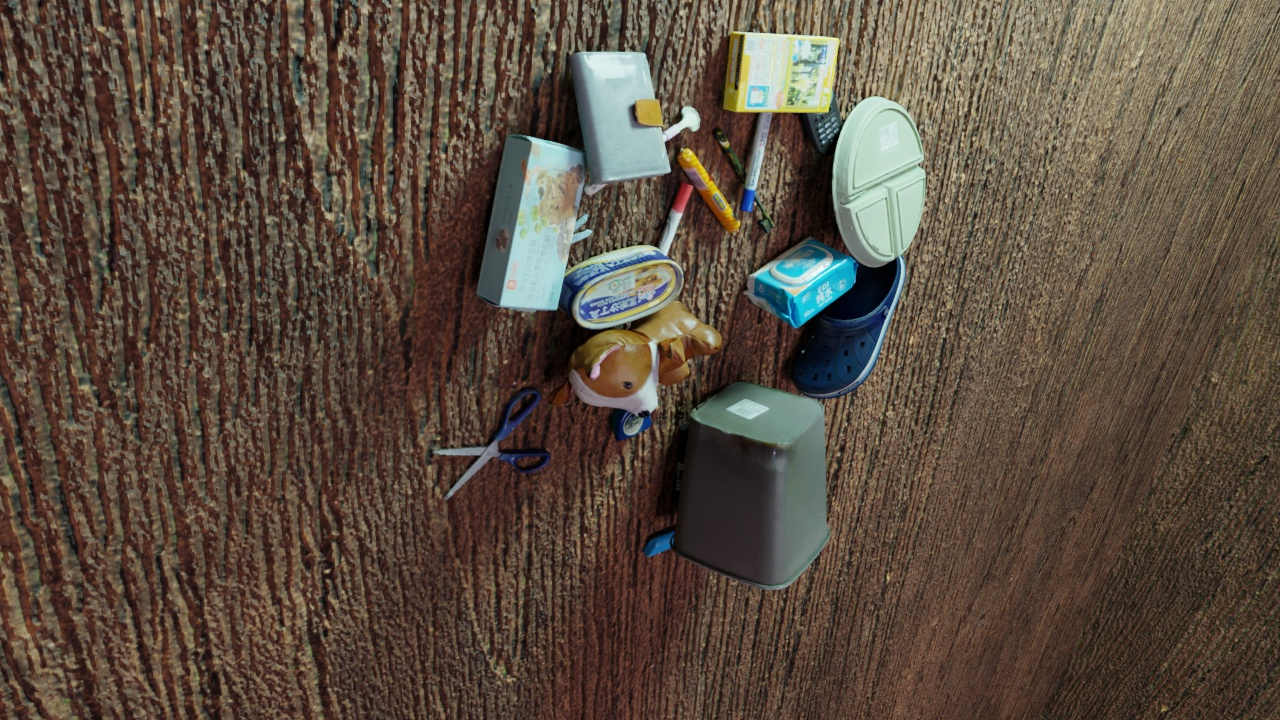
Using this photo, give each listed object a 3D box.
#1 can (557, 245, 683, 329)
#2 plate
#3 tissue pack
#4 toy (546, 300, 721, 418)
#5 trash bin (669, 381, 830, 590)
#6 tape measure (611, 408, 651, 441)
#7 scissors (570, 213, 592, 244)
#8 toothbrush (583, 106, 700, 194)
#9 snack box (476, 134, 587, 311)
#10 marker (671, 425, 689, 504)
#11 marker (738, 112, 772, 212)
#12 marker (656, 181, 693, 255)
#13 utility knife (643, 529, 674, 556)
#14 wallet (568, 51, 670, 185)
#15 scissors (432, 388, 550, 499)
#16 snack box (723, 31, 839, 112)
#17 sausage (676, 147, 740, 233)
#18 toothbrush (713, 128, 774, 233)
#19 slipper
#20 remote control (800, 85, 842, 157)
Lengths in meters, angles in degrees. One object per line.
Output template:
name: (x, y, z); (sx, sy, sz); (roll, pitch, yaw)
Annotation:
can: (-0.023, -0.086, 1.071); (0.148, 0.049, 0.075); (-19, 126, -23)
plate: (0.331, -0.241, 1.249); (0.229, 0.028, 0.230); (-8, 101, -47)
tissue pack: (0.218, -0.109, 1.249); (0.139, 0.090, 0.063); (-34, 134, -20)
toy: (-0.007, 0.006, 1.098); (0.199, 0.130, 0.141); (-15, 160, -38)
trash bin: (0.159, 0.167, 1.299); (0.198, 0.199, 0.220); (-32, 128, -49)
tape measure: (-0.013, 0.075, 1.216); (0.058, 0.025, 0.055); (-27, 130, -31)
scissors: (-0.109, -0.129, 1.009); (0.137, 0.017, 0.077); (-43, 128, -17)
toothbrush: (0.003, -0.228, 1.003); (0.189, 0.020, 0.029); (-42, 107, -33)
snack box: (-0.112, -0.140, 0.953); (0.074, 0.052, 0.175); (1, 107, -43)
marker: (0.061, 0.152, 1.336); (0.022, 0.020, 0.132); (-23, 129, -41)
marker: (0.144, -0.256, 1.129); (0.016, 0.017, 0.146); (-3, 110, -40)
marker: (0.031, -0.146, 1.115); (0.017, 0.017, 0.145); (6, 112, -43)
utility knife: (0.083, 0.262, 1.427); (0.185, 0.018, 0.034); (-15, 141, -35)
wallet: (-0.017, -0.252, 0.949); (0.106, 0.037, 0.130); (-17, 100, -40)
scissors: (-0.170, 0.105, 1.108); (0.176, 0.012, 0.162); (-54, 138, 2)
snack box: (0.165, -0.337, 1.077); (0.140, 0.034, 0.087); (-7, 115, -26)
sausage: (0.085, -0.205, 1.121); (0.021, 0.021, 0.165); (-50, 138, -4)
toothbrush: (0.131, -0.222, 1.155); (0.017, 0.012, 0.186); (-55, 138, -13)
slipper: (0.307, -0.057, 1.348); (0.095, 0.105, 0.253); (22, 99, -54)
remote control: (0.225, -0.320, 1.166); (0.053, 0.024, 0.136); (-40, 134, -11)
